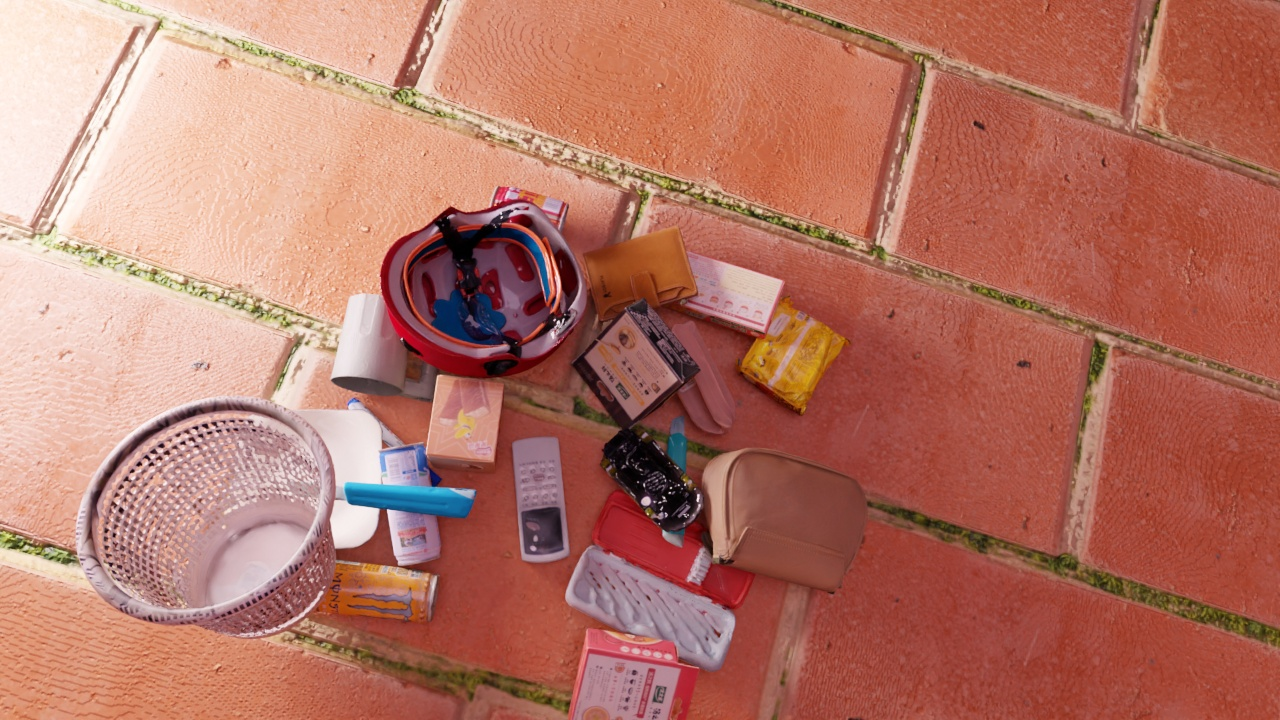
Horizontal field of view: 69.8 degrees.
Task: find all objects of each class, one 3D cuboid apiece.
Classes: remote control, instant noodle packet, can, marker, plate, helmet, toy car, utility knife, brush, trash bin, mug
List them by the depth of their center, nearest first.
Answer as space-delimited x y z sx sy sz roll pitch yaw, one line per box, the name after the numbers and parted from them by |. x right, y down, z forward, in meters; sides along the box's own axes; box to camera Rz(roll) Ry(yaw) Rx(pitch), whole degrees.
-0.400 0.179 0.914 0.227 0.192 0.227 1 57 -2 | trash bin
-0.287 0.149 1.014 0.208 0.018 0.034 6 106 -3 | utility knife
-0.303 0.258 1.029 0.146 0.058 0.058 8 74 -6 | can
-0.264 0.164 1.052 0.053 0.053 0.134 -9 87 -10 | can
-0.382 0.139 1.062 0.164 0.034 0.163 1 75 -8 | plate
-0.190 -0.064 1.075 0.239 0.144 0.207 -17 69 -28 | helmet
0.013 0.141 1.084 0.070 0.042 0.158 -42 55 -5 | toy car
-0.294 0.098 1.094 0.146 0.017 0.016 42 74 4 | marker
-0.299 -0.013 1.097 0.123 0.084 0.103 16 71 -32 | mug
-0.120 0.166 1.098 0.058 0.021 0.150 -5 76 -9 | remote control
0.043 0.142 1.108 0.029 0.013 0.177 3 56 4 | utility knife
0.071 0.026 1.135 0.063 0.073 0.145 -25 82 -14 | brush
-0.143 -0.180 1.161 0.094 0.067 0.066 15 74 -4 | can
0.194 -0.008 1.176 0.111 0.044 0.128 35 71 4 | instant noodle packet

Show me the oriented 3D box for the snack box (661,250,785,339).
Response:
0.098 -0.088 1.172 0.156 0.027 0.077 19 73 13 | snack box

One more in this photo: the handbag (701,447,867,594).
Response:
0.165 0.186 1.086 0.204 0.100 0.147 19 69 -20 | handbag

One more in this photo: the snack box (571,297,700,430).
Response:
-0.007 0.007 1.118 0.053 0.126 0.113 -31 81 -44 | snack box

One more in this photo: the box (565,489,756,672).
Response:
0.028 0.257 1.082 0.201 0.050 0.160 26 66 -1 | box

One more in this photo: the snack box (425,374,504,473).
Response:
-0.202 0.077 1.072 0.077 0.093 0.094 7 74 -7 | snack box

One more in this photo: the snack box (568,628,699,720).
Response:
-0.009 0.368 1.025 0.127 0.044 0.113 12 104 -5 | snack box

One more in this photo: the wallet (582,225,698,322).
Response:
0.001 -0.102 1.160 0.131 0.035 0.119 -16 62 2 | wallet
